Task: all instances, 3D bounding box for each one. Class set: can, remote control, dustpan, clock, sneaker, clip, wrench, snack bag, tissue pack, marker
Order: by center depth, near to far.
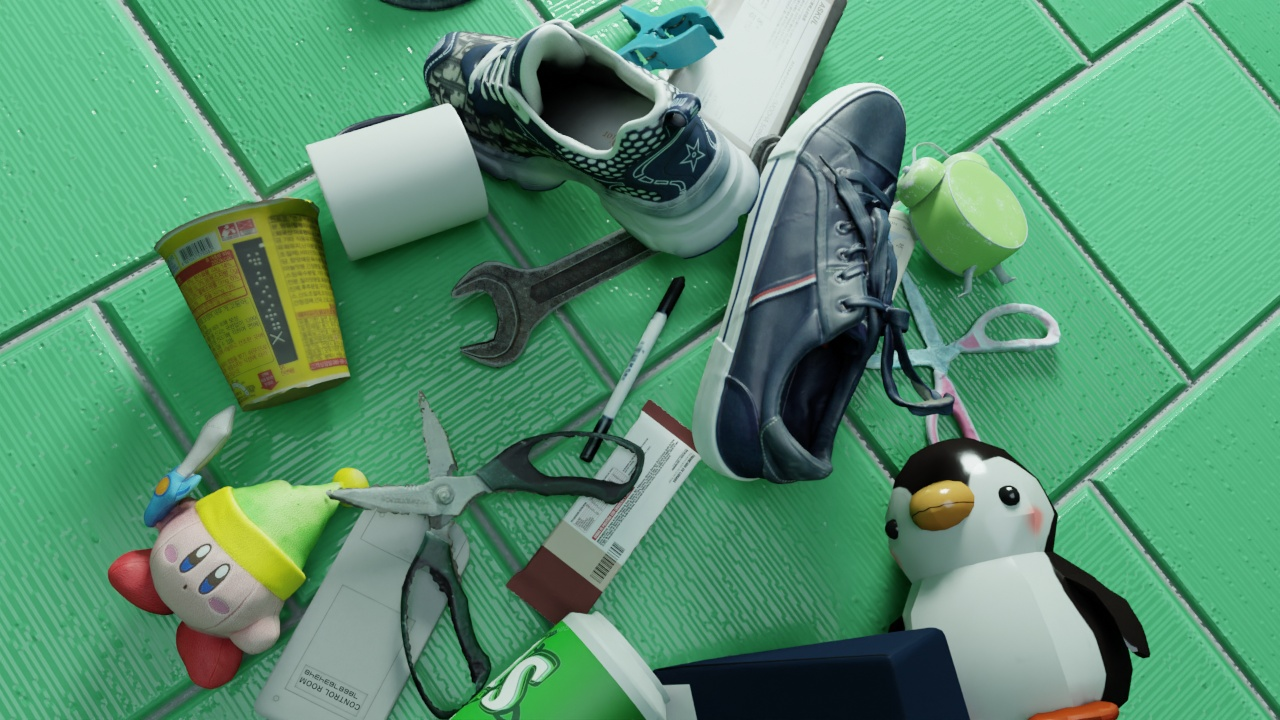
[{"bbox_3d":[0.154,0.273,0.506,0.080,0.274,0.236,-3,77,-49],"label":"dustpan"},{"bbox_3d":[-0.057,0.220,0.536,0.139,0.088,0.088,-39,85,-16],"label":"can"},{"bbox_3d":[-0.167,0.161,0.569,0.074,0.019,0.150,27,74,-2],"label":"remote control"},{"bbox_3d":[-0.053,-0.169,0.579,0.269,0.132,0.103,32,82,28],"label":"sneaker"},{"bbox_3d":[0.140,-0.053,0.603,0.120,0.127,0.294,29,76,-35],"label":"sneaker"},{"bbox_3d":[-0.019,0.103,0.612,0.057,0.013,0.157,37,73,0],"label":"snack bag"},{"bbox_3d":[-0.006,-0.079,0.634,0.273,0.010,0.070,-28,108,-8],"label":"wrench"},{"bbox_3d":[-0.004,0.004,0.641,0.011,0.011,0.152,28,74,-1],"label":"marker"},{"bbox_3d":[0.014,-0.233,0.657,0.026,0.116,0.097,40,70,-39],"label":"clip"},{"bbox_3d":[0.170,-0.056,0.678,0.038,0.018,0.125,22,73,10],"label":"remote control"},{"bbox_3d":[0.239,-0.111,0.680,0.094,0.043,0.119,-17,73,-39],"label":"clock"},{"bbox_3d":[0.073,-0.224,0.690,0.104,0.071,0.181,30,76,-17],"label":"tissue pack"}]

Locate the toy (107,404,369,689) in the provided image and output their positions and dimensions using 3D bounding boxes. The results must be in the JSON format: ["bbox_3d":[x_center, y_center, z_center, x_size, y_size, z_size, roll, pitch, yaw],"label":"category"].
[{"bbox_3d":[-0.237,0.106,0.552,0.131,0.097,0.124,-45,80,2],"label":"toy"}]

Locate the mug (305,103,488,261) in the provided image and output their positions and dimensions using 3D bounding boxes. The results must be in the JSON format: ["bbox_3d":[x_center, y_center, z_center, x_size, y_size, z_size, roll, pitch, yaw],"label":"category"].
[{"bbox_3d":[-0.168,-0.130,0.621,0.096,0.079,0.112,-21,52,-14],"label":"mug"}]

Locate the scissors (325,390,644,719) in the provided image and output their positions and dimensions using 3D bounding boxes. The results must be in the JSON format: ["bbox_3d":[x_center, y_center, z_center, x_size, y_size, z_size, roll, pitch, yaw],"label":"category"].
[{"bbox_3d":[-0.092,0.118,0.575,0.201,0.015,0.205,2,81,-15],"label":"scissors"}]

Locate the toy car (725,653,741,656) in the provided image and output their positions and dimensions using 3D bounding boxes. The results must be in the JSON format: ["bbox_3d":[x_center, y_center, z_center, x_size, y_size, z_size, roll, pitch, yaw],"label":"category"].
[{"bbox_3d":[0.067,0.232,0.584,0.038,0.027,0.089,-23,79,-8],"label":"toy car"}]

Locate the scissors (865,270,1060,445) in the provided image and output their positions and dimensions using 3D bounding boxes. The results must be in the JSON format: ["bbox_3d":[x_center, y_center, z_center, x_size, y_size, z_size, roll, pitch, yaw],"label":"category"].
[{"bbox_3d":[0.241,0.005,0.680,0.176,0.013,0.170,-17,75,-11],"label":"scissors"}]

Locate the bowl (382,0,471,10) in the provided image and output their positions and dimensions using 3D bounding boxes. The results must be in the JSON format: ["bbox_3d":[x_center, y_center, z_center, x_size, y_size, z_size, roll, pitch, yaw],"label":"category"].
[{"bbox_3d":[-0.163,-0.335,0.678,0.137,0.057,0.137,2,76,-8],"label":"bowl"}]

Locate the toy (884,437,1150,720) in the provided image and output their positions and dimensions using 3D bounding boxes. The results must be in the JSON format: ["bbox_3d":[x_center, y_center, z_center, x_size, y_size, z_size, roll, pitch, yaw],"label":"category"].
[{"bbox_3d":[0.227,0.143,0.595,0.140,0.159,0.184,17,55,-49],"label":"toy"}]

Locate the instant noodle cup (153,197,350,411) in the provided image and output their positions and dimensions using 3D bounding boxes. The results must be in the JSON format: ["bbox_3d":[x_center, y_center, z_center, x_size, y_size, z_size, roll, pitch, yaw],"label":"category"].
[{"bbox_3d":[-0.234,-0.030,0.576,0.100,0.100,0.112,-19,90,-14],"label":"instant noodle cup"}]
